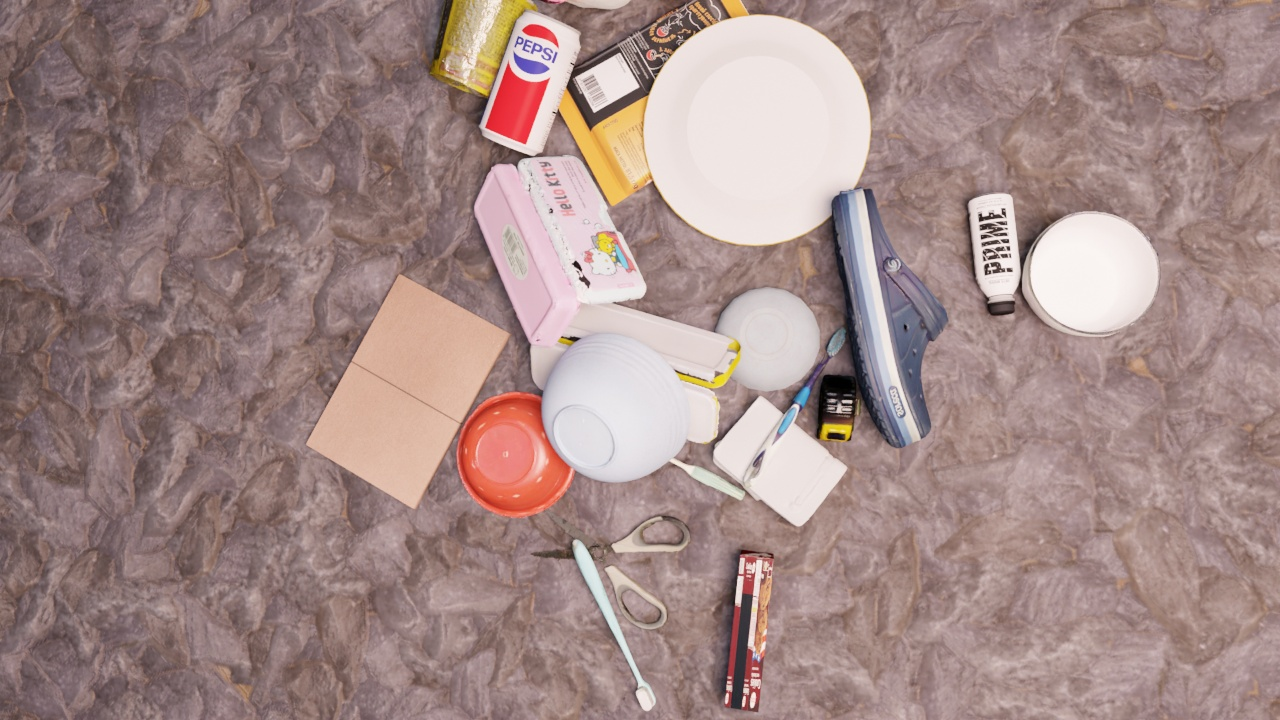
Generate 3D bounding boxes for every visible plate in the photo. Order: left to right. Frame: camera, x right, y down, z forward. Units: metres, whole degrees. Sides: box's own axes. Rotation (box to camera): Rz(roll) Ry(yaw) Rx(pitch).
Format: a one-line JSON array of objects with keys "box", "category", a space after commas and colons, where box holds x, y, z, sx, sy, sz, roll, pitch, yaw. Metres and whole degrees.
[{"box": [0.117, -0.231, 0.920, 0.230, 0.021, 0.230, 0, 95, 2], "category": "plate"}]

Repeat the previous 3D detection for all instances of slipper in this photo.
[{"box": [0.240, -0.046, 0.865, 0.095, 0.105, 0.252, -12, 82, 7], "category": "slipper"}]

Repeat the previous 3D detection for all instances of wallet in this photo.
[{"box": [0.136, 0.101, 0.905, 0.116, 0.032, 0.086, 43, 81, 12], "category": "wallet"}]

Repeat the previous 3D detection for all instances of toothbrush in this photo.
[{"box": [-0.028, 0.261, 0.911, 0.016, 0.016, 0.180, -27, 84, 15], "category": "toothbrush"}, {"box": [0.152, 0.044, 0.895, 0.016, 0.017, 0.188, 31, 77, 14], "category": "toothbrush"}]

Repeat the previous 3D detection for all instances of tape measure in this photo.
[{"box": [0.192, 0.044, 0.884, 0.038, 0.062, 0.067, 5, 83, 9], "category": "tape measure"}]

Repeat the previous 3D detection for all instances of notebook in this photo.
[{"box": [-0.248, 0.032, 0.978, 0.141, 0.008, 0.209, 28, 89, 10], "category": "notebook"}]

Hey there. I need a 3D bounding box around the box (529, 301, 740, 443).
[{"box": [-0.006, 0.006, 0.921, 0.210, 0.080, 0.083, 18, 45, 22], "category": "box"}]

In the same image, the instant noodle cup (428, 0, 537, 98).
[{"box": [-0.172, -0.341, 0.967, 0.102, 0.102, 0.108, 22, 96, 10], "category": "instant noodle cup"}]

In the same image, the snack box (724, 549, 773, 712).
[{"box": [0.105, 0.257, 0.880, 0.032, 0.051, 0.141, 6, 85, 9], "category": "snack box"}]

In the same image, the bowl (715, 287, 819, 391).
[{"box": [0.126, -0.024, 0.913, 0.106, 0.039, 0.106, -1, 84, 8], "category": "bowl"}]

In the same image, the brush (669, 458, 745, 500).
[{"box": [0.006, 0.087, 0.924, 0.218, 0.033, 0.012, 26, 88, 12], "category": "brush"}]

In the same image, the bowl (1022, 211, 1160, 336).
[{"box": [0.415, -0.076, 0.862, 0.116, 0.065, 0.116, -1, 84, 8], "category": "bowl"}]

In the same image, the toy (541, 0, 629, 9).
[{"box": [-0.007, -0.423, 0.950, 0.213, 0.084, 0.141, -12, 61, 3], "category": "toy"}]

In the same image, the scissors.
[{"box": [-0.022, 0.200, 0.924, 0.169, 0.012, 0.157, -29, 82, 9], "category": "scissors"}]

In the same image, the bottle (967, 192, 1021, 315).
[{"box": [0.344, -0.101, 0.888, 0.041, 0.041, 0.116, -5, 83, 8], "category": "bottle"}]

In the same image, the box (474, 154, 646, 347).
[{"box": [-0.083, -0.116, 0.934, 0.101, 0.103, 0.201, -54, 51, 41], "category": "box"}]

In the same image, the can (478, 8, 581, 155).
[{"box": [-0.113, -0.285, 0.945, 0.070, 0.070, 0.132, 25, 103, 10], "category": "can"}]

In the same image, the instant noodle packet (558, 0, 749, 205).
[{"box": [0.030, -0.281, 0.957, 0.221, 0.032, 0.160, -28, 79, 5], "category": "instant noodle packet"}]

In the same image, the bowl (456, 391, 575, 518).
[{"box": [-0.132, 0.095, 0.935, 0.130, 0.045, 0.130, -1, 84, 8], "category": "bowl"}]

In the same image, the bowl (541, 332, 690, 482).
[{"box": [-0.035, 0.056, 0.866, 0.151, 0.074, 0.151, 12, 119, 23], "category": "bowl"}]
